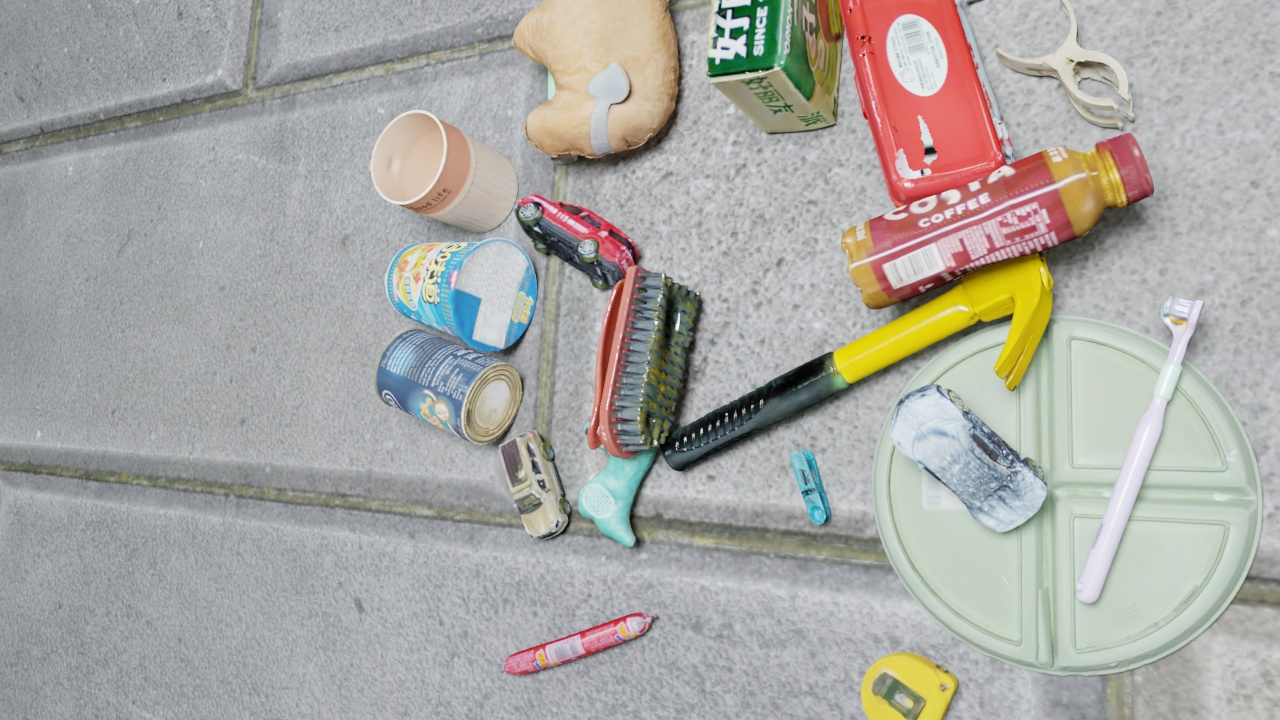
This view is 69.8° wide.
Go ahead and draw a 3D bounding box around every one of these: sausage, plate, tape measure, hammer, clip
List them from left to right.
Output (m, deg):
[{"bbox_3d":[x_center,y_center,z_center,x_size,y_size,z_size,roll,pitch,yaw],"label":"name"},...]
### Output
[{"bbox_3d":[-0.052,0.230,0.740,0.156,0.020,0.020,-25,71,24],"label":"sausage"},{"bbox_3d":[0.123,0.091,0.662,0.014,0.041,0.056,-20,79,26],"label":"clip"},{"bbox_3d":[0.140,0.007,0.646,0.301,0.033,0.128,-30,47,27],"label":"hammer"},{"bbox_3d":[0.175,0.224,0.608,0.057,0.029,0.060,25,95,30],"label":"tape measure"},{"bbox_3d":[0.259,0.083,0.584,0.231,0.027,0.230,-5,79,29],"label":"plate"},{"bbox_3d":[0.284,-0.190,0.607,0.064,0.034,0.098,-43,60,18],"label":"clip"}]

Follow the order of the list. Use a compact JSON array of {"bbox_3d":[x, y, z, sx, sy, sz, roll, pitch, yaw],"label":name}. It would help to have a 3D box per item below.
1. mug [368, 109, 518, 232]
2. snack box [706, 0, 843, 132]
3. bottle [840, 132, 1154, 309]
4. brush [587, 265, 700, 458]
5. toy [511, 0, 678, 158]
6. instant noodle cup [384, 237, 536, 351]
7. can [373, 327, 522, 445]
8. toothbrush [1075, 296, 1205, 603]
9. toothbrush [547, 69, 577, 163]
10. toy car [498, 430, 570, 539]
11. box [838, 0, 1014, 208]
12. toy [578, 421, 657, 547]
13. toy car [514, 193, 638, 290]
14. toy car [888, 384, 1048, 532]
[{"bbox_3d":[-0.184,-0.165,0.822,0.115,0.105,0.081,6,86,30],"label":"mug"},{"bbox_3d":[0.107,-0.301,0.675,0.063,0.114,0.240,3,83,30],"label":"snack box"},{"bbox_3d":[0.216,-0.086,0.565,0.175,0.057,0.057,-20,73,25],"label":"bottle"},{"bbox_3d":[-0.004,0.004,0.713,0.069,0.063,0.145,2,76,41],"label":"brush"},{"bbox_3d":[-0.041,-0.278,0.766,0.143,0.082,0.226,-11,79,6],"label":"toy"},{"bbox_3d":[-0.164,-0.065,0.809,0.110,0.099,0.099,13,89,38],"label":"instant noodle cup"},{"bbox_3d":[-0.167,0.022,0.803,0.111,0.075,0.075,19,92,30],"label":"can"},{"bbox_3d":[0.292,0.054,0.542,0.021,0.029,0.189,17,92,-8],"label":"toothbrush"},{"bbox_3d":[-0.070,-0.285,0.822,0.027,0.026,0.224,-8,78,33],"label":"toothbrush"},{"bbox_3d":[-0.091,0.106,0.772,0.042,0.035,0.090,-28,72,24],"label":"toy car"},{"bbox_3d":[0.198,-0.192,0.642,0.091,0.068,0.201,-12,68,10],"label":"box"},{"bbox_3d":[-0.021,0.090,0.739,0.096,0.030,0.092,30,93,37],"label":"toy"},{"bbox_3d":[-0.054,-0.103,0.772,0.120,0.053,0.045,31,71,23],"label":"toy car"},{"bbox_3d":[0.200,0.061,0.567,0.105,0.031,0.049,43,119,7],"label":"toy car"}]
